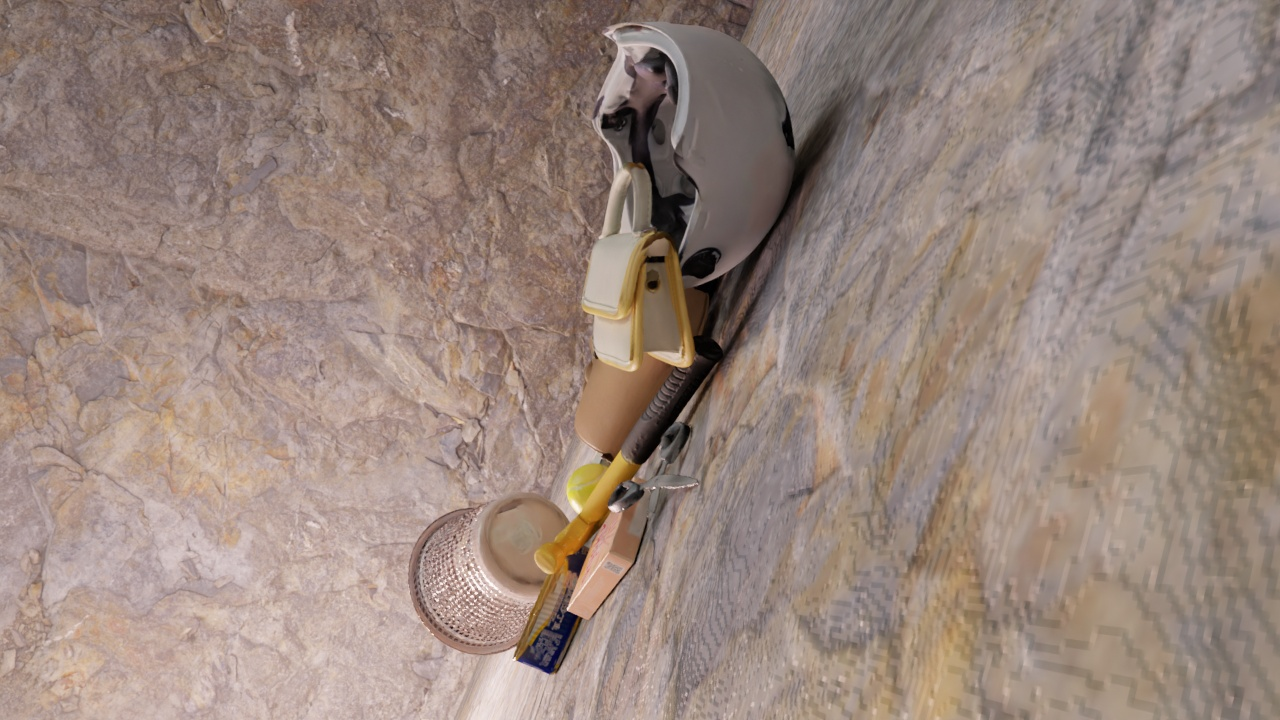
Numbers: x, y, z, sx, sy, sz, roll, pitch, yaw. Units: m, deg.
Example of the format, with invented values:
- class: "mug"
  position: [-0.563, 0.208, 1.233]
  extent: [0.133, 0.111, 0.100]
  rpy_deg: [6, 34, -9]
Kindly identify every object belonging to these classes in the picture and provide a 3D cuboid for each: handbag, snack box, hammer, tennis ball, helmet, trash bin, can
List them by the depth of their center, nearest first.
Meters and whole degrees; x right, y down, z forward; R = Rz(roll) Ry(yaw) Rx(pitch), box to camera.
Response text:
- class: "handbag"
  position: [-0.013, -0.082, 0.814]
  extent: [0.163, 0.063, 0.179]
  rpy_deg: [-158, 60, -72]
- class: "helmet"
  position: [0.058, -0.187, 0.849]
  extent: [0.259, 0.145, 0.228]
  rpy_deg: [93, 158, -49]
- class: "snack box"
  position: [-0.029, 0.185, 0.890]
  extent: [0.158, 0.026, 0.084]
  rpy_deg: [120, 173, -51]
- class: "hammer"
  position: [-0.006, 0.091, 0.898]
  extent: [0.128, 0.033, 0.302]
  rpy_deg: [-36, -17, -53]
- class: "handbag"
  position: [-0.006, 0.006, 1.001]
  extent: [0.205, 0.099, 0.147]
  rpy_deg: [-59, 18, 32]
- class: "can"
  position: [-0.091, 0.273, 1.019]
  extent: [0.074, 0.049, 0.148]
  rpy_deg: [-140, 73, -85]
- class: "tennis ball"
  position: [-0.056, 0.157, 1.107]
  extent: [0.065, 0.065, 0.065]
  rpy_deg: [-159, 93, -86]
- class: "trash bin"
  position: [-0.198, 0.291, 1.327]
  extent: [0.193, 0.227, 0.226]
  rpy_deg: [-43, 21, 47]

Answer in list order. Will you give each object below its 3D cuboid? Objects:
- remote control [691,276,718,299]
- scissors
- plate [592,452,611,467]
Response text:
- class: "remote control"
  position: [0.067, -0.081, 1.087]
  extent: [0.053, 0.024, 0.136]
  rpy_deg: [7, 71, 60]
- class: "scissors"
  position: [0.015, 0.101, 0.769]
  extent: [0.179, 0.014, 0.159]
  rpy_deg: [-37, 16, 49]
- class: "plate"
  position: [-0.025, 0.093, 1.268]
  extent: [0.164, 0.034, 0.163]
  rpy_deg: [127, 166, -72]
